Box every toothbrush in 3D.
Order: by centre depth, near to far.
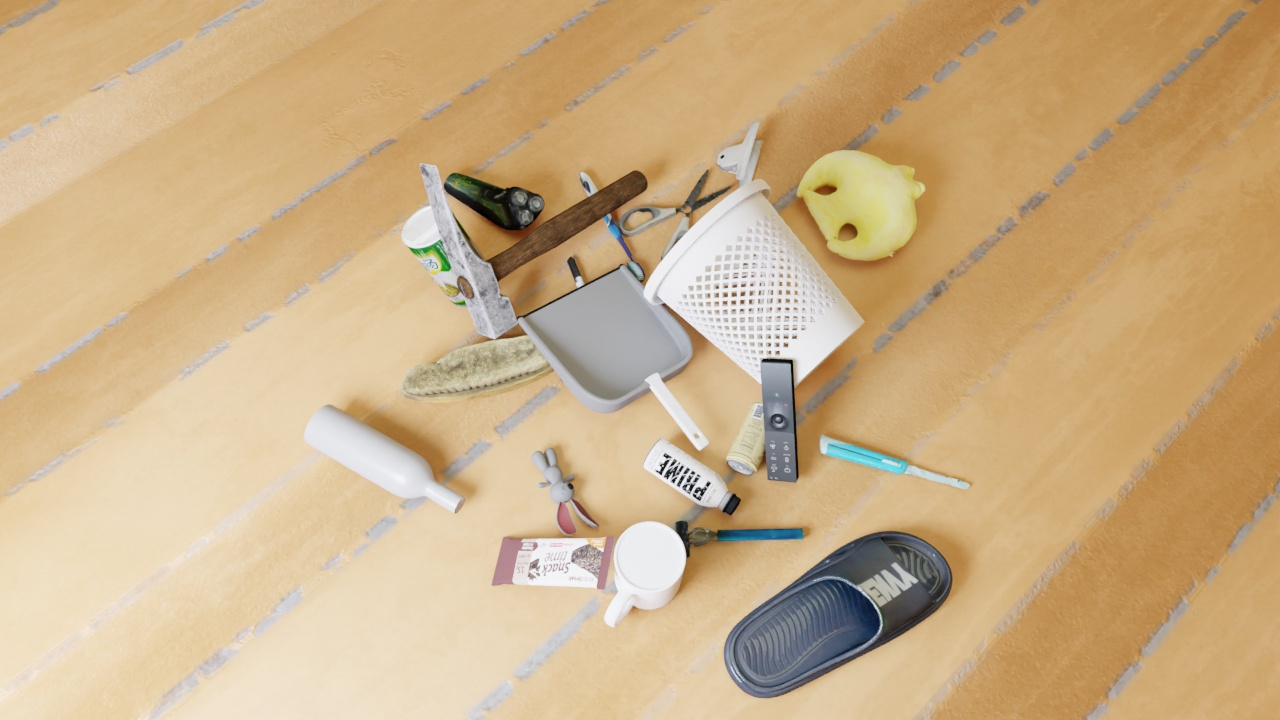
[{"bbox_3d":[-0.041,-0.178,1.204,0.017,0.016,0.189,-8,60,-41],"label":"toothbrush"}]

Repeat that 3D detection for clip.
[{"bbox_3d":[0.137,-0.275,1.247,0.052,0.058,0.101,25,63,-16],"label":"clip"}]

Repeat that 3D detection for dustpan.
[{"bbox_3d":[-0.006,0.006,1.090,0.162,0.033,0.257,-30,74,-28],"label":"dustpan"}]

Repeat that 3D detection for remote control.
[{"bbox_3d":[0.156,0.069,1.028,0.034,0.150,0.013,3,25,23],"label":"remote control"}]

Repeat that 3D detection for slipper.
[{"bbox_3d":[0.209,0.258,0.966,0.268,0.083,0.110,-26,66,-11],"label":"slipper"}]

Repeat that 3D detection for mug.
[{"bbox_3d":[-0.002,0.232,0.968,0.074,0.091,0.110,33,68,14],"label":"mug"}]

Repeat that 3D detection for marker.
[{"bbox_3d":[-0.064,-0.069,1.156,0.011,0.011,0.152,-19,67,-10],"label":"marker"}]

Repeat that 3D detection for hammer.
[{"bbox_3d":[-0.112,-0.192,1.115,0.299,0.218,0.037,-37,37,-30],"label":"hammer"}]

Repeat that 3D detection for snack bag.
[{"bbox_3d":[-0.095,0.214,0.974,0.158,0.013,0.057,-7,60,35],"label":"snack bag"}]

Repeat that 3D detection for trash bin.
[{"bbox_3d":[0.143,-0.071,1.075,0.195,0.196,0.199,-40,81,-18],"label":"trash bin"}]

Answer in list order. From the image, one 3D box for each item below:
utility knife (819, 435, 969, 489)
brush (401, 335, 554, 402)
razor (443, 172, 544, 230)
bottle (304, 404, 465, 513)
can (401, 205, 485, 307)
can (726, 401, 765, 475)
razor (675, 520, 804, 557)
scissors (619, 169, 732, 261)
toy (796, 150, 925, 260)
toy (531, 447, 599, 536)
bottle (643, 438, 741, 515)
[{"bbox_3d":[0.296,0.120,1.071,0.179,0.015,0.022,14,64,3],"label":"utility knife"},{"bbox_3d":[-0.190,0.010,1.098,0.195,0.043,0.059,-12,65,-8],"label":"brush"},{"bbox_3d":[-0.195,-0.215,1.196,0.151,0.067,0.053,27,63,20],"label":"razor"},{"bbox_3d":[-0.286,0.117,1.041,0.195,0.052,0.052,27,67,12],"label":"bottle"},{"bbox_3d":[-0.231,-0.126,1.112,0.067,0.121,0.067,-12,52,15],"label":"can"},{"bbox_3d":[0.131,0.091,1.067,0.038,0.038,0.079,24,66,10],"label":"can"},{"bbox_3d":[0.112,0.196,1.026,0.144,0.022,0.042,-2,66,-2],"label":"razor"},{"bbox_3d":[0.047,-0.190,1.214,0.166,0.013,0.157,0,67,0],"label":"scissors"},{"bbox_3d":[0.294,-0.207,1.198,0.155,0.065,0.170,-22,66,-4],"label":"toy"},{"bbox_3d":[-0.089,0.149,1.041,0.049,0.030,0.111,-10,58,-38],"label":"toy"},{"bbox_3d":[0.061,0.135,1.043,0.116,0.041,0.041,32,68,14],"label":"bottle"}]
